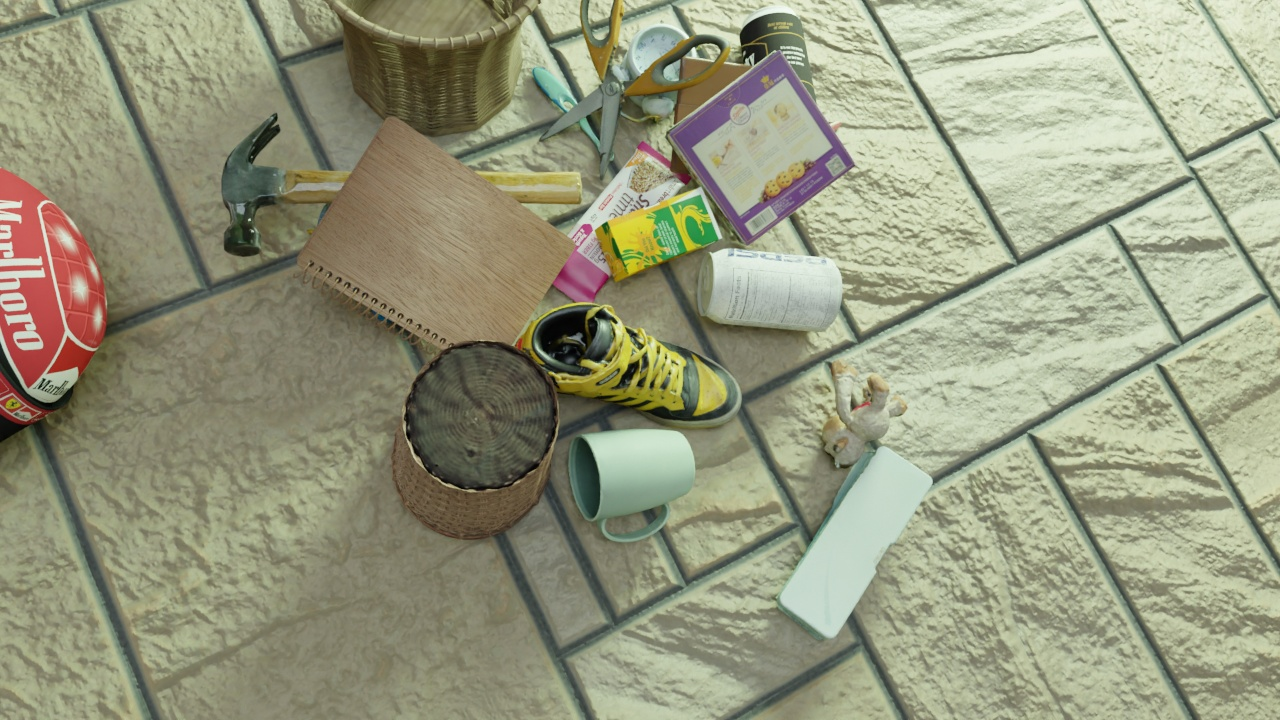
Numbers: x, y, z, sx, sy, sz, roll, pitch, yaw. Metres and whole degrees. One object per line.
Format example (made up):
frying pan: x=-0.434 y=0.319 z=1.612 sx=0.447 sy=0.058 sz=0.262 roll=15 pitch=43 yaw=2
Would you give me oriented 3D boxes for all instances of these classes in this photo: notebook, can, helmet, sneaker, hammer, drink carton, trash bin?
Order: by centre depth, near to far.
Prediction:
helmet: x=-0.565 y=-0.038 z=0.750 sx=0.224 sy=0.198 sz=0.271 roll=-13 pitch=87 yaw=-14
trash bin: x=-0.145 y=0.073 z=0.793 sx=0.151 sy=0.210 sz=0.151 roll=3 pitch=75 yaw=-10
notebook: x=-0.189 y=-0.097 z=0.861 sx=0.210 sy=0.022 sz=0.169 roll=33 pitch=90 yaw=-28
hammer: x=-0.220 y=-0.167 z=0.876 sx=0.330 sy=0.033 sz=0.132 roll=-3 pitch=72 yaw=-16
sneaker: x=-0.005 y=0.005 z=0.884 sx=0.238 sy=0.122 sz=0.086 roll=10 pitch=75 yaw=-7
drink carton: x=0.016 y=-0.130 z=0.953 sx=0.122 sy=0.041 sz=0.058 roll=-23 pitch=92 yaw=-23
can: x=0.133 y=-0.073 z=0.953 sx=0.136 sy=0.078 sz=0.078 roll=4 pitch=75 yaw=-10
can: x=0.153 y=-0.322 z=1.026 sx=0.072 sy=0.072 sz=0.128 roll=-4 pitch=76 yaw=-12

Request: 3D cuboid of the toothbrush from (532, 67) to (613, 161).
toothbrush: x=-0.073 y=-0.270 z=0.998 sx=0.022 sy=0.017 sz=0.135 roll=-39 pitch=86 yaw=-14

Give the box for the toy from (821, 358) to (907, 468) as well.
toy: x=0.225 y=0.063 z=0.949 sx=0.085 sy=0.074 sz=0.106 roll=23 pitch=92 yaw=-48

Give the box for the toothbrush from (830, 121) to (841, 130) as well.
toothbrush: x=0.162 y=-0.227 z=1.033 sx=0.184 sy=0.016 sz=0.015 roll=-35 pitch=91 yaw=-19

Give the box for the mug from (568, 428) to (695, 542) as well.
mug: x=-0.007 y=0.120 z=0.882 sx=0.104 sy=0.084 sz=0.111 roll=-5 pitch=104 yaw=-24

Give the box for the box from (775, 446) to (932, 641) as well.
box: x=0.212 y=0.180 z=0.917 sx=0.085 sy=0.071 sz=0.198 roll=42 pitch=72 yaw=-18

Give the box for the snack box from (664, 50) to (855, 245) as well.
snack box: x=0.125 y=-0.221 z=0.966 sx=0.143 sy=0.040 sz=0.148 roll=-36 pitch=101 yaw=4

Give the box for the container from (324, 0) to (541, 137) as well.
container: x=-0.205 y=-0.351 z=0.899 sx=0.226 sy=0.196 sz=0.226 roll=3 pitch=75 yaw=-10

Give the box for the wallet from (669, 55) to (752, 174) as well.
wallet: x=0.077 y=-0.262 z=0.995 sx=0.087 sy=0.013 sz=0.121 roll=0 pitch=103 yaw=-21

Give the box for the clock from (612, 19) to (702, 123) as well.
clock: x=0.013 y=-0.311 z=1.005 sx=0.083 sy=0.057 sz=0.117 roll=33 pitch=79 yaw=-1

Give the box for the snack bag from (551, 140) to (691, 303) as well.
snack bag: x=-0.026 y=-0.147 z=0.975 sx=0.070 sy=0.016 sz=0.196 roll=38 pitch=72 yaw=-1

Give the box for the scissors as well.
scissors: x=-0.010 y=-0.302 z=0.966 sx=0.226 sy=0.016 sz=0.225 roll=2 pitch=89 yaw=15

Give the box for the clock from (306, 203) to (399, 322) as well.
clock: x=-0.242 y=-0.102 z=0.900 sx=0.116 sy=0.060 sz=0.161 roll=-43 pitch=88 yaw=-19
